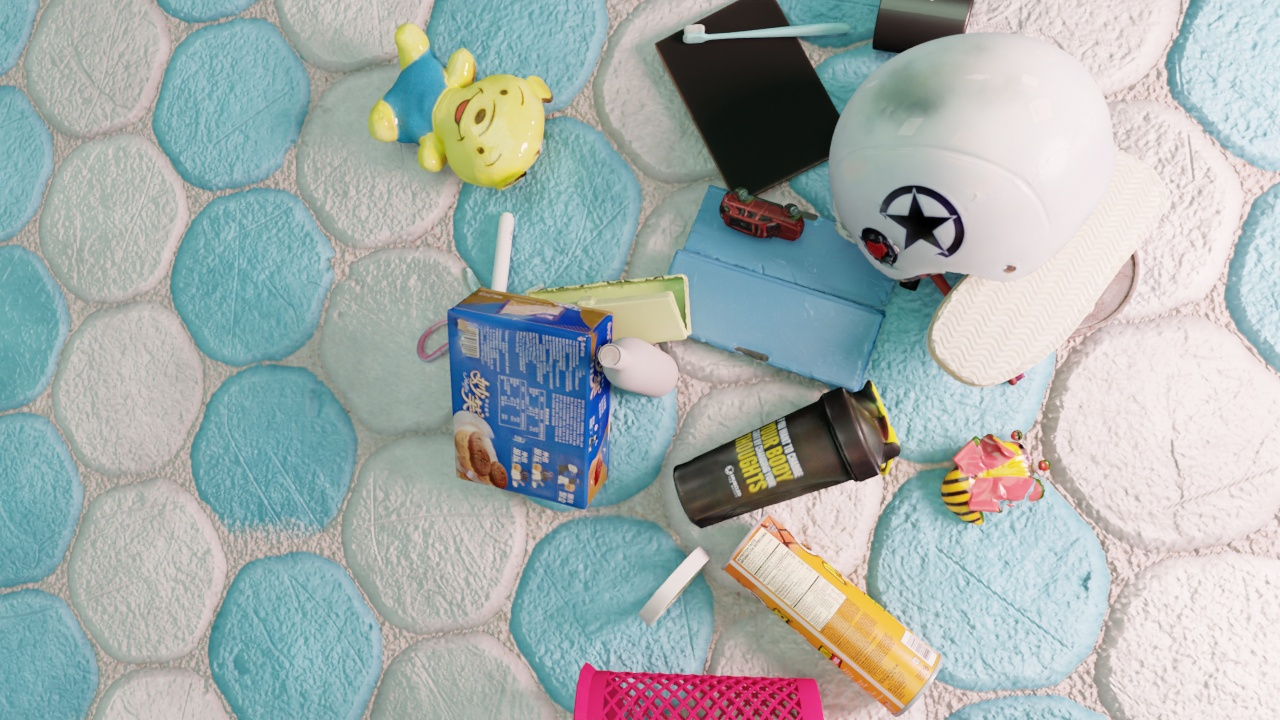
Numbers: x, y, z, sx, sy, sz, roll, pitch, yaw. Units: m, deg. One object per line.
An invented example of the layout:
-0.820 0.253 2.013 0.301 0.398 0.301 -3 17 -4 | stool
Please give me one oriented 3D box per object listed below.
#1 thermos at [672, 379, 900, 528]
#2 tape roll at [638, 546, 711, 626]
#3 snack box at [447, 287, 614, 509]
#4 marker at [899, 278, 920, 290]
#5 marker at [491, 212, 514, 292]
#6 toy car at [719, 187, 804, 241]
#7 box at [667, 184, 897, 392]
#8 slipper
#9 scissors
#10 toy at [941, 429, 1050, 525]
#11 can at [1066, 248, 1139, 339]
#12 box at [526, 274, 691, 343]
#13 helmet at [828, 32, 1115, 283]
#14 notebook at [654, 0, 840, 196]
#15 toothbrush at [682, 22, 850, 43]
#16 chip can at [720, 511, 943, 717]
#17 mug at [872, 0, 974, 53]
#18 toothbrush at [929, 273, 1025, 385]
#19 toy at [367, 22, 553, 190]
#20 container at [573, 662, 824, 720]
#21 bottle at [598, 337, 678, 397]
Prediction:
0.147 0.101 0.927 0.221 0.098 0.098 -24 80 14 | thermos
0.035 0.230 0.936 0.018 0.093 0.094 41 94 13 | tape roll
-0.113 0.040 0.953 0.155 0.069 0.203 11 119 15 | snack box
0.303 -0.143 0.947 0.019 0.019 0.145 22 90 14 | marker
-0.159 -0.106 1.047 0.017 0.020 0.133 4 79 3 | marker
0.127 -0.149 0.957 0.091 0.042 0.036 17 68 15 | toy car
0.145 -0.081 0.967 0.232 0.047 0.177 18 88 15 | box
0.379 -0.084 0.860 0.272 0.054 0.114 -44 78 -3 | slipper
-0.174 -0.029 1.054 0.170 0.013 0.172 -33 76 4 | scissors
0.345 0.115 0.902 0.103 0.046 0.084 -41 91 11 | toy
0.414 -0.087 0.902 0.130 0.044 0.130 -1 84 13 | can
-0.041 -0.046 0.979 0.188 0.090 0.077 -6 109 18 | box
0.284 -0.206 0.842 0.264 0.164 0.236 23 68 43 | helmet
0.123 -0.291 1.003 0.141 0.008 0.209 -26 79 4 | notebook
0.136 -0.358 0.997 0.181 0.016 0.016 1 73 9 | toothbrush
0.186 0.248 0.908 0.215 0.075 0.075 39 94 14 | chip can
0.297 -0.367 0.948 0.088 0.078 0.113 14 62 14 | mug
0.324 -0.056 0.923 0.016 0.016 0.190 -35 86 2 | toothbrush
-0.200 -0.279 1.049 0.214 0.084 0.149 23 91 12 | toy
0.063 0.381 0.885 0.226 0.183 0.183 -6 83 5 | container
-0.005 0.005 0.915 0.052 0.195 0.052 -1 84 13 | bottle
